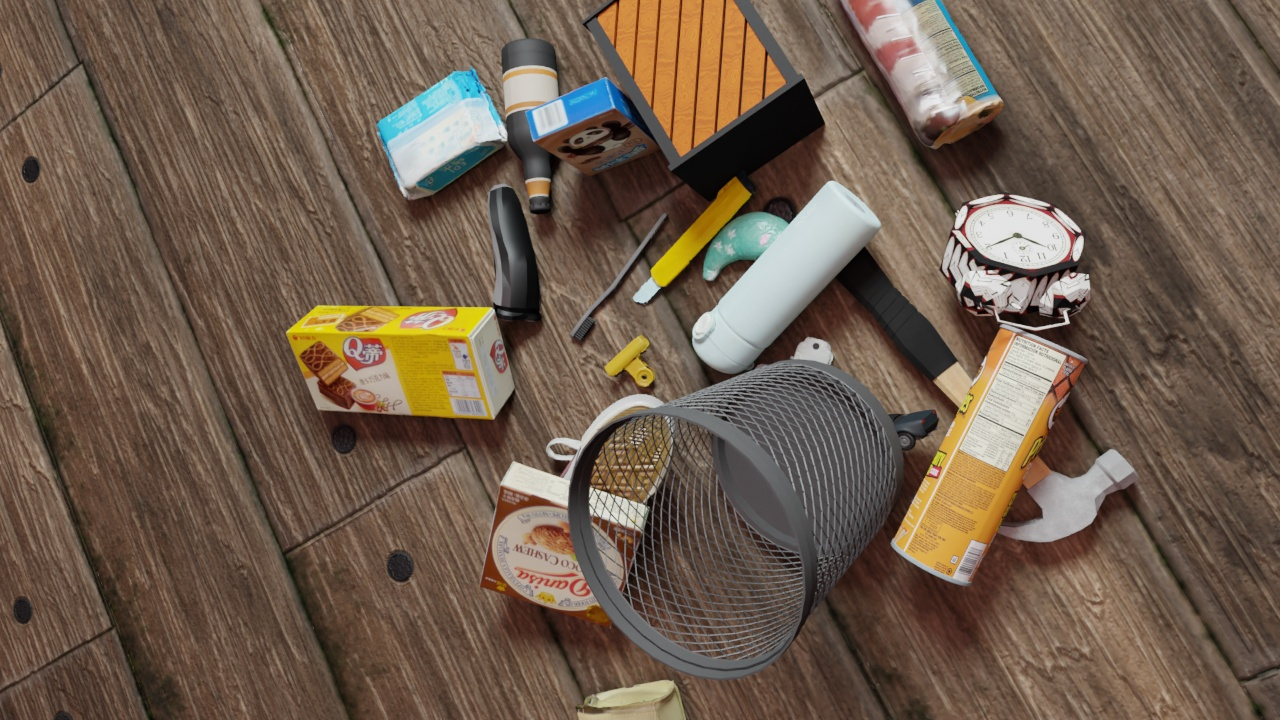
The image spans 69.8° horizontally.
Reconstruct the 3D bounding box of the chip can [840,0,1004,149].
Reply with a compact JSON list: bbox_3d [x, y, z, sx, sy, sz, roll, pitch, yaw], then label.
[{"bbox_3d":[0.248,-0.312,0.863,0.080,0.079,0.229,-29,79,16],"label":"chip can"}]

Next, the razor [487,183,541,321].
[{"bbox_3d":[-0.142,-0.119,1.004,0.060,0.057,0.156,-6,86,51],"label":"razor"}]

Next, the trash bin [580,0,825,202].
[{"bbox_3d":[0.065,-0.277,0.889,0.140,0.139,0.171,-33,78,15],"label":"trash bin"}]

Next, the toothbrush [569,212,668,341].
[{"bbox_3d":[-0.022,-0.089,0.980,0.013,0.012,0.167,38,100,8],"label":"toothbrush"}]

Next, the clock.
[{"bbox_3d":[0.326,-0.075,0.803,0.115,0.065,0.154,2,47,4],"label":"clock"}]

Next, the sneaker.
[{"bbox_3d":[-0.039,0.115,0.941,0.118,0.087,0.242,35,121,-7],"label":"sneaker"}]

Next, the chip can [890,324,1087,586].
[{"bbox_3d":[0.298,0.081,0.792,0.075,0.075,0.215,27,99,18],"label":"chip can"}]

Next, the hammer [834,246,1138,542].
[{"bbox_3d":[0.294,0.022,0.855,0.131,0.039,0.328,-41,76,14],"label":"hammer"}]

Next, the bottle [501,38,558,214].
[{"bbox_3d":[-0.115,-0.249,0.992,0.059,0.059,0.181,-6,86,19],"label":"bottle"}]

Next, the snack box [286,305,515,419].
[{"bbox_3d":[-0.262,0.000,1.007,0.230,0.061,0.110,2,124,19],"label":"snack box"}]

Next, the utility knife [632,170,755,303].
[{"bbox_3d":[0.052,-0.122,0.943,0.179,0.017,0.030,-45,62,20],"label":"utility knife"}]

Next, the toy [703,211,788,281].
[{"bbox_3d":[0.120,-0.106,0.923,0.105,0.033,0.085,23,106,17],"label":"toy"}]

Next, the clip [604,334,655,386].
[{"bbox_3d":[-0.007,0.005,0.963,0.054,0.044,0.049,-42,51,12],"label":"clip"}]

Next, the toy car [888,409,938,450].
[{"bbox_3d":[0.222,0.070,0.855,0.112,0.046,0.034,-25,89,42],"label":"toy car"}]

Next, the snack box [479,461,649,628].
[{"bbox_3d":[-0.078,0.187,0.915,0.143,0.041,0.147,18,123,3],"label":"snack box"}]

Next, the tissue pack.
[{"bbox_3d":[-0.220,-0.252,1.028,0.145,0.061,0.093,-27,81,19],"label":"tissue pack"}]

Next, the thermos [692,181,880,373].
[{"bbox_3d":[0.133,-0.073,0.874,0.207,0.078,0.065,-48,39,24],"label":"thermos"}]

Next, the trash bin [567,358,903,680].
[{"bbox_3d":[0.094,0.117,0.789,0.218,0.226,0.218,13,112,34],"label":"trash bin"}]

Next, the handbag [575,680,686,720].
[{"bbox_3d":[-0.004,0.391,0.926,0.111,0.081,0.119,-17,84,25],"label":"handbag"}]

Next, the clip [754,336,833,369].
[{"bbox_3d":[0.165,0.006,0.898,0.102,0.050,0.058,20,107,18],"label":"clip"}]

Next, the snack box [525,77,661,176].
[{"bbox_3d":[-0.043,-0.230,0.918,0.087,0.151,0.034,-17,83,17],"label":"snack box"}]
